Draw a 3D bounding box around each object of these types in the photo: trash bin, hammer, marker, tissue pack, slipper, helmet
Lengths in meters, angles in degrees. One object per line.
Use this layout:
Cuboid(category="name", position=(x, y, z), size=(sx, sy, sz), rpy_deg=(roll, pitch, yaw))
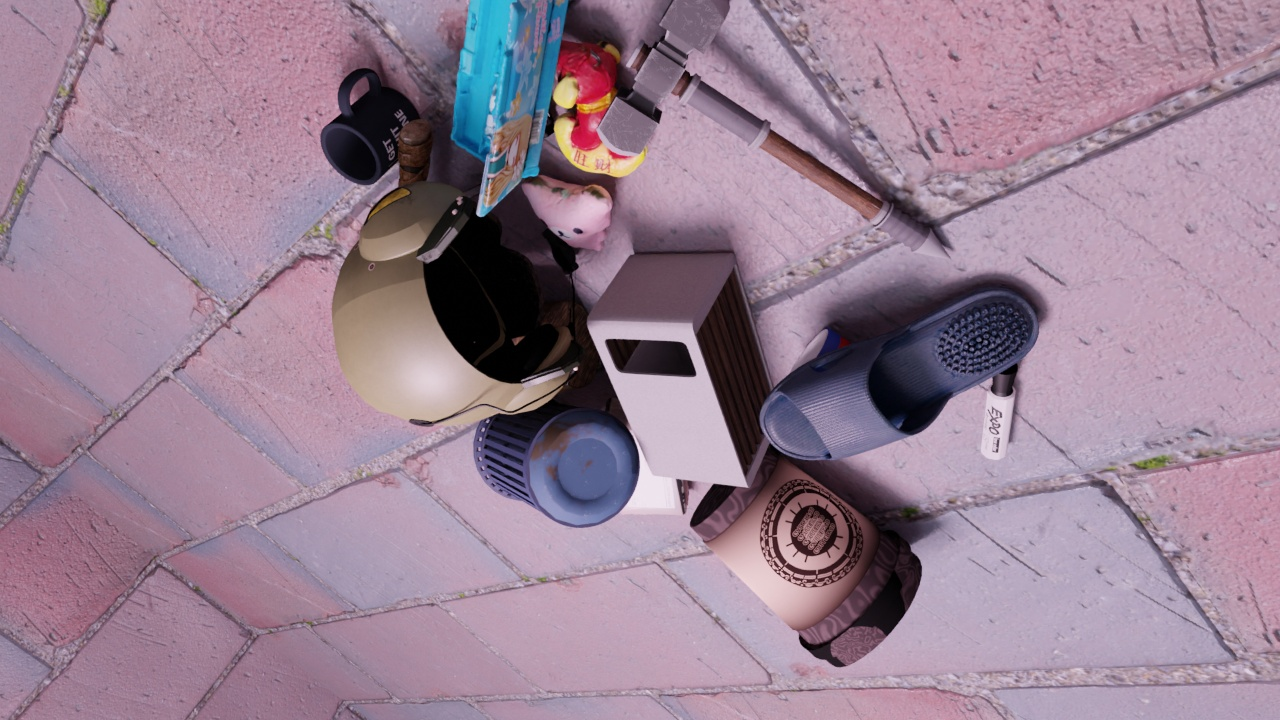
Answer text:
Cuboid(category="trash bin", position=(-0.101, 0.112, 1.069), size=(0.139, 0.139, 0.250), rpy_deg=(45, 165, -16))
Cuboid(category="trash bin", position=(0.053, 0.011, 0.961), size=(0.115, 0.114, 0.229), rpy_deg=(3, 133, 30))
Cuboid(category="hammer", position=(0.131, -0.168, 0.767), size=(0.322, 0.043, 0.156), rpy_deg=(30, 118, -11))
Cuboid(category="marker", position=(0.346, 0.046, 0.883), size=(0.025, 0.025, 0.126), rpy_deg=(10, 136, 24))
Cuboid(category="hammer", position=(-0.257, -0.127, 1.021), size=(0.049, 0.121, 0.320), rpy_deg=(27, 137, 8))
Cuboid(category="tissue pack", position=(0.005, 0.115, 1.151), size=(0.104, 0.071, 0.182), rpy_deg=(1, 136, 11))
Cuboid(category="slipper", position=(0.230, 0.027, 0.820), size=(0.264, 0.082, 0.101), rpy_deg=(-29, 105, 20))
Cuboid(category="helmet", position=(-0.182, -0.059, 0.905), size=(0.233, 0.254, 0.250), rpy_deg=(-19, 120, 33))

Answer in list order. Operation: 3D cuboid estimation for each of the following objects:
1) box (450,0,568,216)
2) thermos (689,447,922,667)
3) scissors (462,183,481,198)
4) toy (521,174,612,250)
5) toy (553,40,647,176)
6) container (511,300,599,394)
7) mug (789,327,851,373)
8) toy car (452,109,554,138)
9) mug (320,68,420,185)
Cuboid(category="box", position=(-0.098, -0.250, 0.743), size=(0.083, 0.172, 0.228), rpy_deg=(0, 128, -22))
Cuboid(category="thermos", position=(0.184, 0.216, 1.063), size=(0.226, 0.172, 0.173), rpy_deg=(40, 140, -2))
Cuboid(category="scissors", position=(-0.221, -0.179, 1.014), size=(0.090, 0.014, 0.172), rpy_deg=(38, 143, -10))
Cuboid(category="toy", position=(-0.066, -0.145, 0.924), size=(0.099, 0.052, 0.096), rpy_deg=(15, 151, 23))
Cuboid(category="toy", position=(-0.035, -0.219, 0.820), size=(0.106, 0.067, 0.137), rpy_deg=(9, 144, 20))
Cuboid(category="container", position=(-0.145, -0.007, 1.065), size=(0.168, 0.131, 0.132), rpy_deg=(-8, 127, 31))
Cuboid(category="mug", position=(0.186, 0.034, 0.909), size=(0.076, 0.112, 0.075), rpy_deg=(33, 177, -3))
Cuboid(category="toy car", position=(-0.132, -0.230, 0.877), size=(0.100, 0.048, 0.051), rpy_deg=(1, 132, 31))
Cuboid(category="mug", position=(-0.276, -0.243, 0.931), size=(0.071, 0.077, 0.105), rpy_deg=(15, 138, 18))
